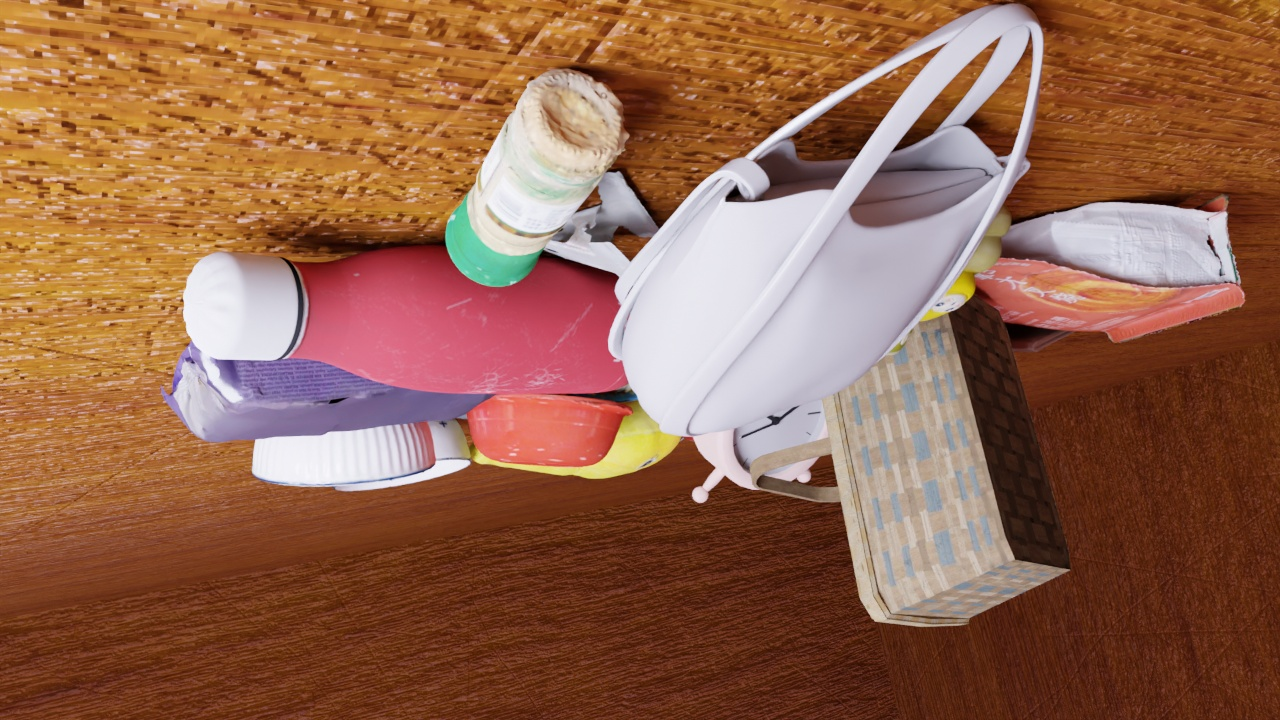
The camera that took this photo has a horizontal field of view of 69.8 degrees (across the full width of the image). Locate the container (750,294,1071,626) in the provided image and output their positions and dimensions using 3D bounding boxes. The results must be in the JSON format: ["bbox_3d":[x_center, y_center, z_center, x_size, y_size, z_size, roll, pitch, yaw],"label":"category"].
[{"bbox_3d":[0.187,0.073,0.695,0.187,0.249,0.157,-24,151,37],"label":"container"}]

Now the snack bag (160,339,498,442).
[{"bbox_3d":[-0.159,0.007,0.540,0.205,0.058,0.097,-4,165,-37],"label":"snack bag"}]

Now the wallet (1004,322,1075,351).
[{"bbox_3d":[0.314,-0.020,0.826,0.087,0.013,0.121,-18,-167,-41],"label":"wallet"}]

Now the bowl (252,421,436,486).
[{"bbox_3d":[-0.198,0.042,0.615,0.118,0.062,0.118,0,-175,0],"label":"bowl"}]

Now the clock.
[{"bbox_3d":[0.106,0.040,0.814,0.130,0.161,0.086,-6,-148,-29],"label":"clock"}]

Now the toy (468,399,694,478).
[{"bbox_3d":[-0.046,0.063,0.817,0.207,0.092,0.134,-14,175,-30],"label":"toy"}]

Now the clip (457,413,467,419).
[{"bbox_3d":[-0.112,0.017,0.720,0.106,0.027,0.163,-17,168,12],"label":"clip"}]

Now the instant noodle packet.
[{"bbox_3d":[0.298,-0.060,0.699,0.221,0.084,0.164,-3,172,-4],"label":"instant noodle packet"}]

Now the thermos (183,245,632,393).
[{"bbox_3d":[-0.094,-0.020,0.445,0.073,0.073,0.239,-22,164,40],"label":"thermos"}]

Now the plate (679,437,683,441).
[{"bbox_3d":[-0.039,0.088,0.972,0.174,0.036,0.174,5,164,1],"label":"plate"}]

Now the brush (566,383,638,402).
[{"bbox_3d":[-0.004,0.004,0.694,0.135,0.055,0.075,-7,162,-21],"label":"brush"}]

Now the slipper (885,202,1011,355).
[{"bbox_3d":[0.137,-0.042,0.571,0.091,0.081,0.191,2,164,-42],"label":"slipper"}]

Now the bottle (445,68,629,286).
[{"bbox_3d":[-0.043,-0.067,0.355,0.043,0.043,0.111,-6,165,-27],"label":"bottle"}]

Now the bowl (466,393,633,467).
[{"bbox_3d":[-0.071,0.054,0.673,0.130,0.045,0.130,3,171,0],"label":"bowl"}]

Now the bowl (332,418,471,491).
[{"bbox_3d":[-0.203,0.067,0.765,0.113,0.063,0.113,-12,168,-3],"label":"bowl"}]

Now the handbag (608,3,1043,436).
[{"bbox_3d":[0.098,-0.067,0.416,0.215,0.095,0.223,-14,151,-38],"label":"handbag"}]

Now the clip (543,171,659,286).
[{"bbox_3d":[-0.017,-0.062,0.455,0.057,0.054,0.102,-49,164,2],"label":"clip"}]
